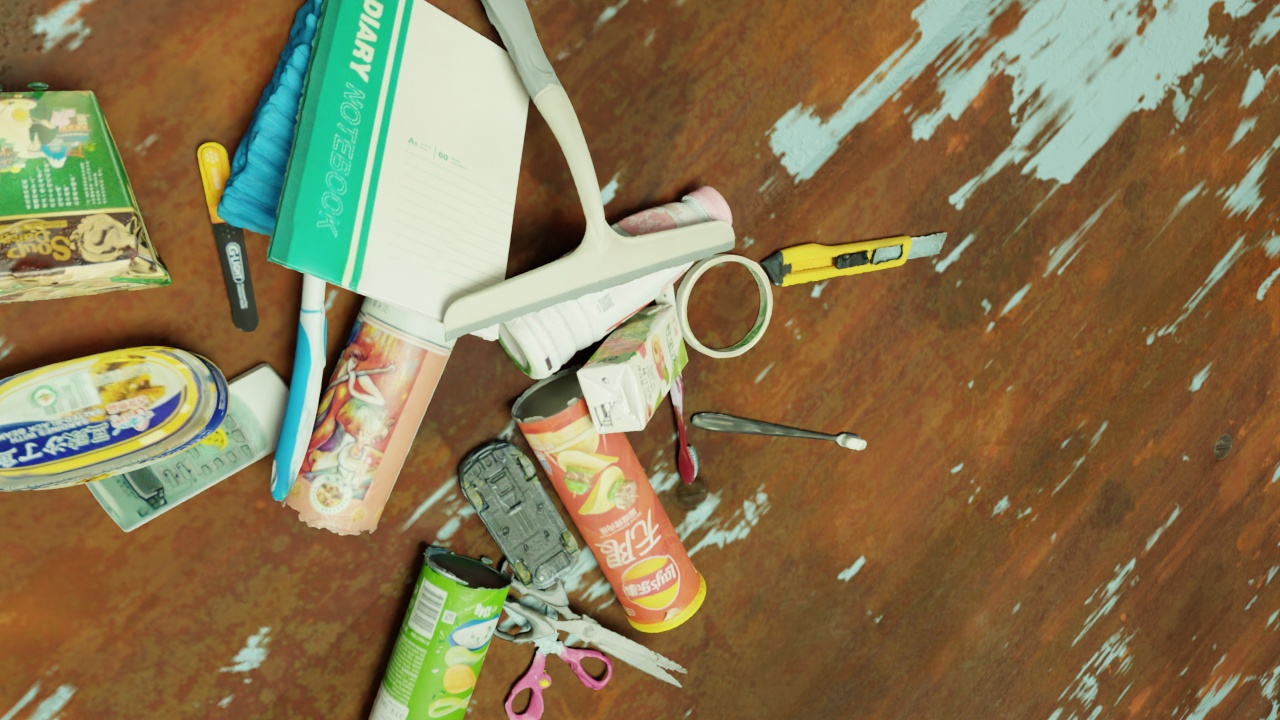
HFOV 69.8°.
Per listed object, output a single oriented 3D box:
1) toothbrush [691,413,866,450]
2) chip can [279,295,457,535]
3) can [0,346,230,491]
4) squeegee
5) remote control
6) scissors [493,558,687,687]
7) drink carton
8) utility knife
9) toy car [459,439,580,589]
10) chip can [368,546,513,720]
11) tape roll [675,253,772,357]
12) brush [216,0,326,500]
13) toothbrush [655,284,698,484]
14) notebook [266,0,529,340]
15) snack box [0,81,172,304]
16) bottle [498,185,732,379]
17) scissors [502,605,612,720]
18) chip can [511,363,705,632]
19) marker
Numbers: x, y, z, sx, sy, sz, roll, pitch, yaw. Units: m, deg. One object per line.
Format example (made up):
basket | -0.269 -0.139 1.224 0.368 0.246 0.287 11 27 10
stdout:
toothbrush | 0.124 0.063 0.807 0.181 0.018 0.016 10 101 -25
chip can | -0.172 0.009 0.627 0.071 0.071 0.215 22 93 -27
can | -0.332 0.034 0.559 0.148 0.049 0.074 -16 90 -16
squeegee | -0.059 -0.165 0.606 0.245 0.039 0.246 -21 88 -35
remote control | -0.294 0.056 0.611 0.135 0.019 0.056 -30 112 -15
scissors | -0.040 0.207 0.732 0.173 0.014 0.141 -7 89 -6
drink carton | -0.004 0.004 0.681 0.046 0.122 0.053 -8 111 21
utility knife | 0.192 -0.092 0.800 0.196 0.015 0.033 -11 109 -22
toy car | -0.093 0.119 0.705 0.054 0.037 0.120 -33 104 -17
chip can | -0.167 0.261 0.689 0.072 0.072 0.236 18 94 -27
tape roll | 0.069 -0.045 0.756 0.085 0.014 0.086 -6 104 -24
brush | -0.217 -0.073 0.582 0.109 0.061 0.314 25 83 -34
toothbrush | 0.031 0.013 0.752 0.017 0.016 0.188 -32 117 -57
notebook | -0.139 -0.131 0.571 0.150 0.012 0.208 21 64 -40
snack box | -0.337 -0.090 0.516 0.118 0.118 0.105 -9 93 -25
bottle | -0.017 -0.064 0.684 0.196 0.068 0.068 -35 114 -17
scissors | -0.069 0.239 0.760 0.124 0.017 0.133 8 95 -23
chip can | -0.023 0.111 0.720 0.073 0.073 0.217 -33 112 -14
marker | -0.266 -0.078 0.595 0.018 0.015 0.124 -10 108 -18
